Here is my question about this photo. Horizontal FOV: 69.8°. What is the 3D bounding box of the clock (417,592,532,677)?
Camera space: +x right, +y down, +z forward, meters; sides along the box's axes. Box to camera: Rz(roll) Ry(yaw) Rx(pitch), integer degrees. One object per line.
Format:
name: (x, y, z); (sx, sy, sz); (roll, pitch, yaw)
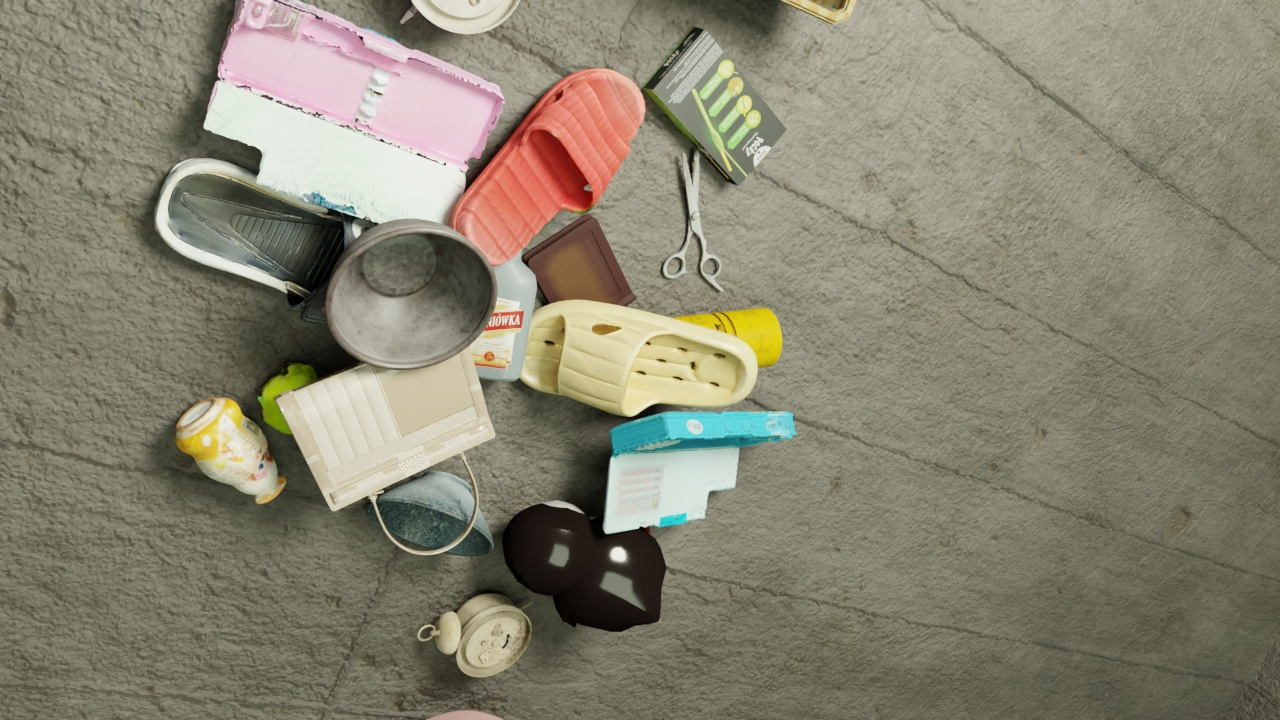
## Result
clock: (-0.194, 0.312, 1.060); (0.140, 0.054, 0.093); (13, 105, -38)

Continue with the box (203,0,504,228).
box: (-0.247, -0.206, 0.797); (0.230, 0.063, 0.160); (16, 96, -31)

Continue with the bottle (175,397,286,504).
bottle: (-0.380, 0.087, 0.859); (0.063, 0.063, 0.109); (-35, 121, -9)

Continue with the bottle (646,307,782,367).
bottle: (0.072, -0.019, 1.032); (0.163, 0.071, 0.071); (-7, 115, -24)

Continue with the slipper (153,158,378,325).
slipper: (-0.292, -0.094, 0.824); (0.263, 0.063, 0.111); (23, 101, -30)

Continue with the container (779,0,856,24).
container: (0.115, -0.406, 0.808); (0.249, 0.186, 0.158); (10, 107, -30)

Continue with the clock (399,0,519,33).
clock: (-0.134, -0.341, 0.791); (0.156, 0.061, 0.103); (-11, 116, -13)

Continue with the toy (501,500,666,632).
toy: (-0.067, 0.228, 1.031); (0.184, 0.140, 0.159); (31, 96, -33)

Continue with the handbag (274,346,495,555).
handbag: (-0.218, 0.090, 0.867); (0.175, 0.062, 0.198); (-25, 100, -21)

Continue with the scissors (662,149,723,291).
scissors: (0.068, -0.149, 1.006); (0.117, 0.014, 0.161); (11, 110, -29)

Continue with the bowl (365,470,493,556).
bowl: (-0.212, 0.153, 0.965); (0.137, 0.137, 0.057); (39, 52, -34)

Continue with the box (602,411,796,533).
box: (0.057, 0.109, 1.049); (0.226, 0.085, 0.171); (3, 130, -46)

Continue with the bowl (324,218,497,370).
bowl: (-0.204, -0.069, 0.801); (0.144, 0.067, 0.145); (-15, 133, -16)

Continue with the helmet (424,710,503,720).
helmet: (-0.224, 0.524, 1.082); (0.229, 0.152, 0.256); (-20, 121, -21)

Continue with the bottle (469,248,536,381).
bottle: (-0.142, -0.063, 0.915); (0.072, 0.046, 0.161); (10, 109, -7)

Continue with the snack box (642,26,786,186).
snack box: (0.079, -0.261, 0.953); (0.080, 0.025, 0.147); (-49, 124, 1)

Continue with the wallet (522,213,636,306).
wallet: (-0.063, -0.084, 0.969); (0.091, 0.018, 0.116); (-34, 125, -9)

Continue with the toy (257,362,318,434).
toy: (-0.323, 0.045, 0.887); (0.093, 0.036, 0.094); (5, 116, -34)

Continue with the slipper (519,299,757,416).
slipper: (-0.006, 0.006, 0.948); (0.261, 0.079, 0.111); (7, 113, -3)

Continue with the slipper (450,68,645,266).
slipper: (-0.074, -0.184, 0.859); (0.248, 0.059, 0.103); (-49, 130, -21)
